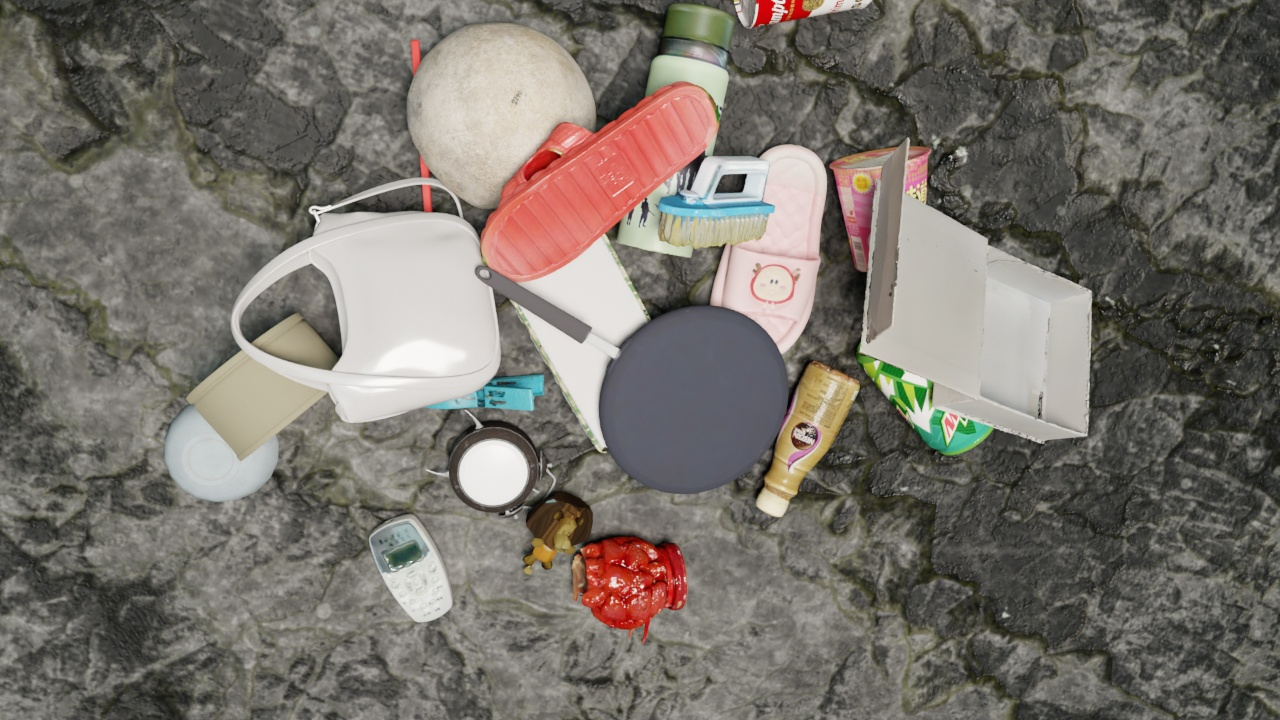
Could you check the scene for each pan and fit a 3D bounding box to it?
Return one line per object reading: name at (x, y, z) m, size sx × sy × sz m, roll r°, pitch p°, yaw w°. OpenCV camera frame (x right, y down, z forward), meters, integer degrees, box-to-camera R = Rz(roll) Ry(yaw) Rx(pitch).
pan at (-0.005, 0.005, 0.881) m, size 0.356 × 0.021 × 0.199 m, roll 31°, pitch 97°, yaw -23°

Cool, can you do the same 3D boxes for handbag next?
handbag at (-0.247, -0.052, 0.821) m, size 0.222 × 0.096 × 0.215 m, roll -6°, pitch 80°, yaw -24°

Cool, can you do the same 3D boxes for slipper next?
slipper at (0.136, -0.105, 0.923) m, size 0.106 × 0.055 × 0.222 m, roll 10°, pitch 98°, yaw -12°
slipper at (-0.046, -0.167, 0.818) m, size 0.249 × 0.059 × 0.103 m, roll -37°, pitch 140°, yaw 7°

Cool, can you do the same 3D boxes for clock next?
clock at (-0.144, 0.111, 0.929) m, size 0.123 × 0.044 × 0.091 m, roll 33°, pitch 94°, yaw -12°

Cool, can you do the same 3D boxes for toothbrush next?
toothbrush at (-0.213, -0.195, 0.878) m, size 0.018 × 0.012 × 0.212 m, roll -3°, pitch 101°, yaw -8°

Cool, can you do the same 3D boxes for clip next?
clip at (-0.157, 0.034, 0.897) m, size 0.119 × 0.102 × 0.027 m, roll -1°, pitch 98°, yaw 5°

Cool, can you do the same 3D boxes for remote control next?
remote control at (-0.234, 0.215, 0.944) m, size 0.060 × 0.028 × 0.114 m, roll -22°, pitch 102°, yaw -4°

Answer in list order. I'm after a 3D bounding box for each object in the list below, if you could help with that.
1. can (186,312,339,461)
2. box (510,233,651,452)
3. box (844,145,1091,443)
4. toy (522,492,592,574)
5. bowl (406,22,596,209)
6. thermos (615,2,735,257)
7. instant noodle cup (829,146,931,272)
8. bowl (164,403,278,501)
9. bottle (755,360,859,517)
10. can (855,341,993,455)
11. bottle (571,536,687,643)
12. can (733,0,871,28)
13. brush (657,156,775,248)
can at (-0.339, 0.023, 0.843) m, size 0.128 × 0.128 × 0.073 m, roll -39°, pitch 101°, yaw 0°
box at (-0.042, -0.019, 0.918) m, size 0.117 × 0.051 × 0.205 m, roll -32°, pitch 104°, yaw -6°
box at (0.303, -0.045, 0.864) m, size 0.368 × 0.099 × 0.165 m, roll 19°, pitch 72°, yaw -32°
toy at (-0.092, 0.183, 0.945) m, size 0.076 × 0.062 × 0.100 m, roll 21°, pitch 109°, yaw -33°
bowl at (-0.117, -0.229, 0.833) m, size 0.178 × 0.081 × 0.178 m, roll 1°, pitch 89°, yaw -20°
thermos at (0.038, -0.219, 0.880) m, size 0.082 × 0.082 × 0.231 m, roll 10°, pitch 99°, yaw -10°
instant noodle cup at (0.244, -0.149, 0.916) m, size 0.097 × 0.097 × 0.109 m, roll -13°, pitch 110°, yaw -6°
bowl at (-0.411, 0.091, 0.890) m, size 0.106 × 0.039 × 0.106 m, roll -1°, pitch 101°, yaw -8°
bottle at (0.169, 0.085, 0.961) m, size 0.059 × 0.059 × 0.166 m, roll 23°, pitch 97°, yaw -12°
can at (0.299, 0.023, 0.955) m, size 0.083 × 0.083 × 0.144 m, roll -42°, pitch 103°, yaw 1°
bottle at (-0.015, 0.234, 0.952) m, size 0.111 × 0.099 × 0.099 m, roll -2°, pitch 101°, yaw -18°
can at (0.152, -0.366, 0.860) m, size 0.116 × 0.086 × 0.087 m, roll -12°, pitch 102°, yaw -5°
brush at (0.066, -0.146, 0.833) m, size 0.135 × 0.055 × 0.075 m, roll -15°, pitch 121°, yaw -48°
